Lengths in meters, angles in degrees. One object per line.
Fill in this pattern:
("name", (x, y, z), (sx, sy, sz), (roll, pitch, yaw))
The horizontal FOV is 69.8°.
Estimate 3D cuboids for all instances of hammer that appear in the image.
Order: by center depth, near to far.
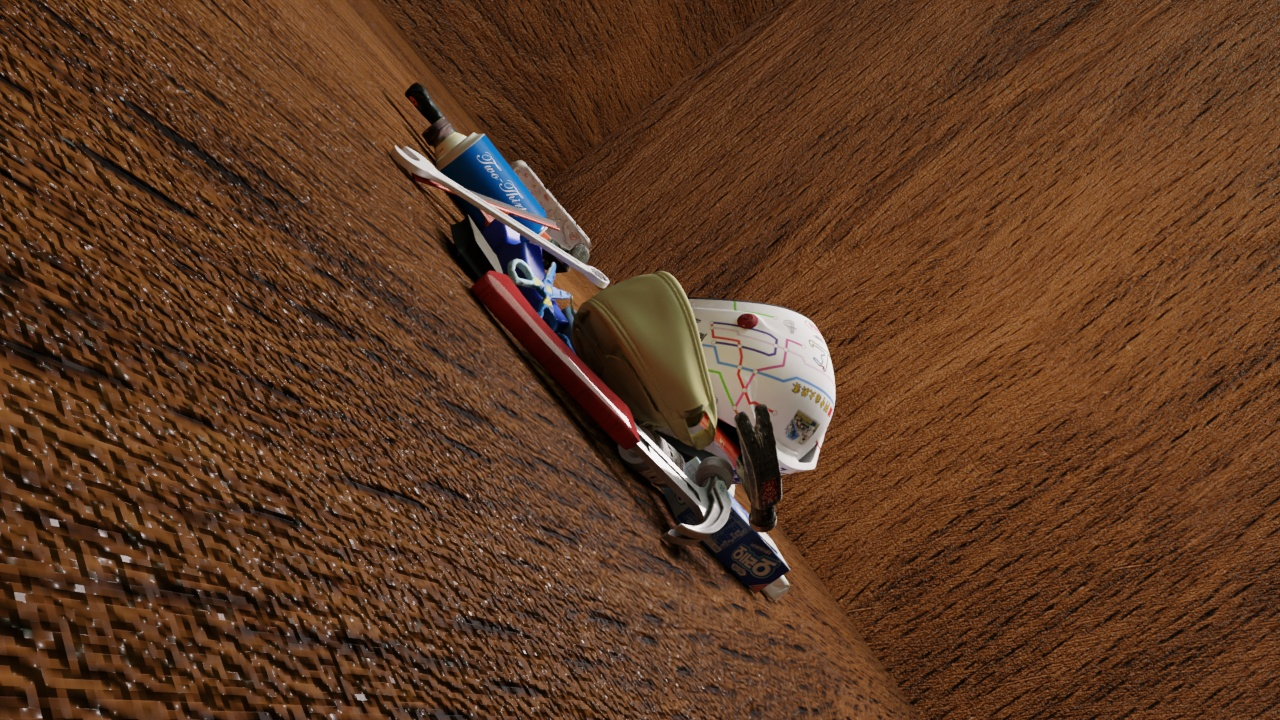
("hammer", (-0.033, 0.041, 0.827), (0.315, 0.036, 0.126), (46, 29, -12))
("hammer", (0.056, 0.041, 1.019), (0.326, 0.036, 0.141), (49, -28, 49))
("hammer", (-0.211, -0.255, 1.304), (0.333, 0.033, 0.133), (50, -23, -19))

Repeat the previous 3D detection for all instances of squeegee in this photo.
("squeegee", (-0.132, -0.104, 1.008), (0.184, 0.055, 0.249), (55, 22, 23))

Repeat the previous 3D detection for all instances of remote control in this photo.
("remote control", (0.043, 0.103, 1.072), (0.125, 0.010, 0.039), (22, 17, 31))

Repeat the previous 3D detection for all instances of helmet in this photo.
("helmet", (0.105, 0.046, 1.218), (0.315, 0.235, 0.231), (7, -19, 47))

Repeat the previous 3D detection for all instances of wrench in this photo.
("wrench", (-0.144, -0.150, 0.982), (0.273, 0.009, 0.047), (31, 18, -25))

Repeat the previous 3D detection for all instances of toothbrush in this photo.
("toothbrush", (-0.088, -0.019, 1.071), (0.021, 0.016, 0.132), (62, -3, -30))

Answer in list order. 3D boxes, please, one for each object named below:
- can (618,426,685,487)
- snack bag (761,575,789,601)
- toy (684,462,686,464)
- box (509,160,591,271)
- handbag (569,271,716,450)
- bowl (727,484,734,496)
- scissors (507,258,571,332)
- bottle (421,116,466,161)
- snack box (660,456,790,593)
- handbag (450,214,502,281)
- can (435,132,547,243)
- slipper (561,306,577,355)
("can", (0.012, 0.100, 0.945), (0.044, 0.044, 0.106), (54, 4, 27))
("snack bag", (0.153, 0.265, 1.253), (0.077, 0.036, 0.116), (50, 4, -34))
("toy", (0.040, 0.129, 1.110), (0.109, 0.041, 0.095), (47, 0, 42))
("box", (-0.181, -0.237, 1.458), (0.105, 0.096, 0.216), (49, 0, 43))
("handbag", (-0.006, 0.006, 0.966), (0.191, 0.088, 0.233), (67, -16, -7))
("bowl", (0.096, 0.153, 1.350), (0.177, 0.071, 0.177), (52, 3, -4))
("scissors", (-0.104, -0.079, 0.940), (0.105, 0.019, 0.131), (59, 19, -25))
("bottle", (-0.228, -0.251, 1.237), (0.162, 0.056, 0.056), (52, 3, -15))
("snack box", (0.100, 0.194, 1.057), (0.226, 0.059, 0.059), (48, 8, -44))
("handbag", (-0.128, -0.057, 0.904), (0.178, 0.027, 0.084), (57, 2, -32))
("can", (-0.187, -0.209, 1.156), (0.146, 0.079, 0.079), (52, 3, -18))
("slipper", (-0.051, -0.014, 1.172), (0.104, 0.059, 0.213), (48, 4, -36))
